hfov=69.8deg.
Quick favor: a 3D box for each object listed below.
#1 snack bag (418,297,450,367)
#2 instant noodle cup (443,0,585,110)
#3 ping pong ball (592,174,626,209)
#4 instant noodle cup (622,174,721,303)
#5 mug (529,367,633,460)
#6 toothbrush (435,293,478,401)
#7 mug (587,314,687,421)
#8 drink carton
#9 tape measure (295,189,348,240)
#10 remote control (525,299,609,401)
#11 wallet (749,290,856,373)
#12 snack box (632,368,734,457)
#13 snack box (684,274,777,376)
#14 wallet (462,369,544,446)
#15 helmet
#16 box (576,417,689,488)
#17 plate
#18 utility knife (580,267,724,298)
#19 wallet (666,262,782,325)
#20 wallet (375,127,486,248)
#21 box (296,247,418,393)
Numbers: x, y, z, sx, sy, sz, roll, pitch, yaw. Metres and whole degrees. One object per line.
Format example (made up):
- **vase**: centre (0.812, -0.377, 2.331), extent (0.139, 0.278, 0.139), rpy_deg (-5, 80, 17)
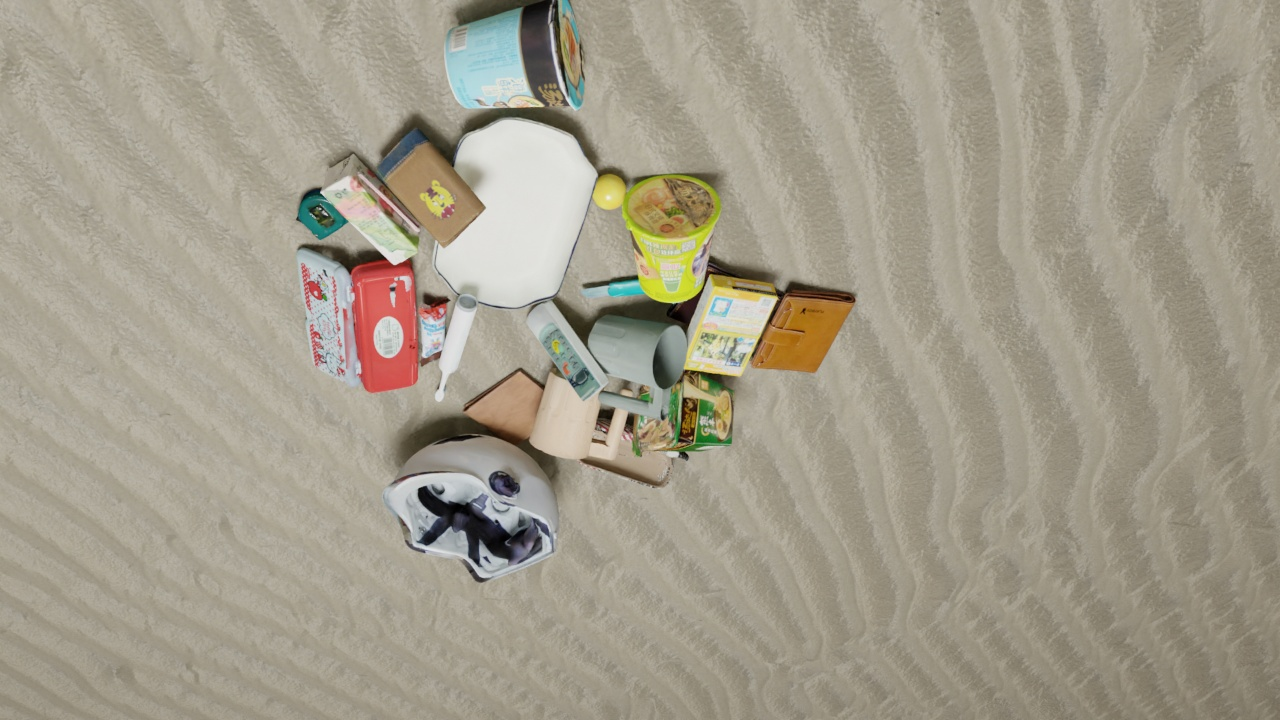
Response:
- **snack bag**: centre (-0.269, -0.039, 1.193), extent (0.045, 0.026, 0.105), rpy_deg (-32, 147, -37)
- **instant noodle cup**: centre (-0.127, -0.299, 0.918), extent (0.120, 0.111, 0.111), rpy_deg (-5, 134, 12)
- **ping pong ball**: centre (-0.036, -0.194, 1.056), extent (0.040, 0.040, 0.040), rpy_deg (-2, 133, -2)
- **instant noodle cup**: centre (0.036, -0.135, 1.078), extent (0.111, 0.111, 0.124), rpy_deg (-3, 140, -1)
- **mug**: centre (-0.079, 0.075, 1.252), extent (0.124, 0.084, 0.103), rpy_deg (13, 102, -14)
- **toothbrush**: centre (-0.247, -0.009, 1.203), extent (0.027, 0.026, 0.222), rpy_deg (24, 139, -5)
- **mug**: centre (-0.007, 0.007, 1.176), extent (0.103, 0.083, 0.124), rpy_deg (13, 102, 32)
- **drink carton**: centre (-0.304, -0.173, 1.051), extent (0.046, 0.053, 0.122), rpy_deg (-26, 130, 18)
- **tape measure**: centre (-0.370, -0.171, 1.068), extent (0.058, 0.025, 0.054), rpy_deg (-27, 130, 19)
- **remote control**: centre (-0.096, -0.013, 1.177), extent (0.135, 0.019, 0.056), rpy_deg (54, 140, 3)
- **wallet**: centre (0.207, -0.039, 1.218), extent (0.119, 0.035, 0.131), rpy_deg (0, 135, -23)
- **snack box**: centre (0.065, 0.078, 1.254), extent (0.105, 0.117, 0.118), rpy_deg (14, 163, -27)
- **snack box**: centre (0.110, -0.043, 1.179), extent (0.087, 0.033, 0.141), rpy_deg (7, 129, -15)
- **wallet**: centre (-0.178, 0.069, 1.308), extent (0.115, 0.020, 0.101), rpy_deg (-33, 127, 22)
- **helmet**: centre (-0.231, 0.192, 1.330), extent (0.258, 0.145, 0.230), rpy_deg (36, 132, -21)
- **box**: centre (-0.014, 0.139, 1.343), extent (0.162, 0.075, 0.086), rpy_deg (19, 99, -22)
- **plate**: centre (-0.150, -0.171, 1.075), extent (0.162, 0.034, 0.266), rpy_deg (12, 131, -13)
- **utility knife**: centre (0.016, -0.098, 1.166), extent (0.185, 0.013, 0.029), rpy_deg (-8, 136, -1)
- **wallet**: centre (0.110, -0.071, 1.187), extent (0.122, 0.020, 0.097), rpy_deg (20, 126, -27)
- **wallet**: centre (-0.234, -0.189, 1.020), extent (0.090, 0.033, 0.115), rpy_deg (-32, 104, 39)
- **box**: centre (-0.358, -0.046, 1.164), extent (0.157, 0.069, 0.202), rpy_deg (6, 131, -4)
